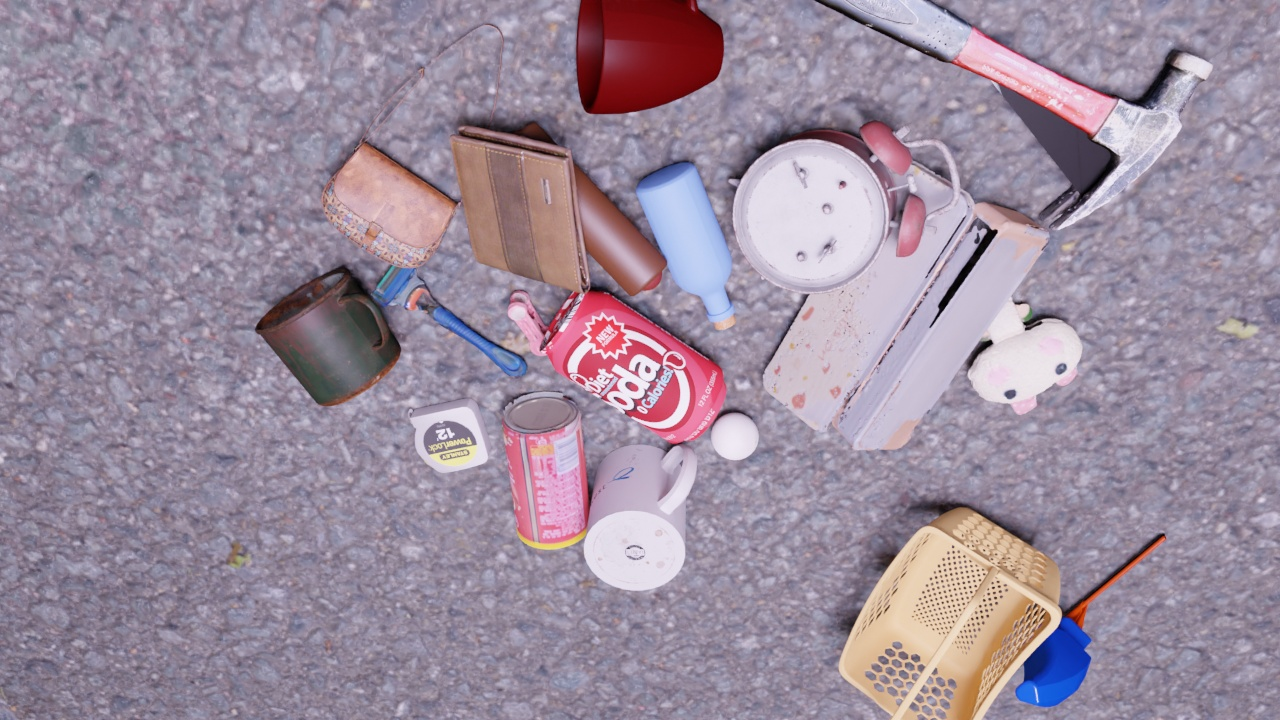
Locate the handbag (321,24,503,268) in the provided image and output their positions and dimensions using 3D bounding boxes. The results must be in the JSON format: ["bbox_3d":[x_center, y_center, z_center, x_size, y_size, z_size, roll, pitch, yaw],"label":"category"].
[{"bbox_3d":[-0.157,-0.159,0.680,0.093,0.043,0.196,33,112,-16],"label":"handbag"}]

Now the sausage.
[{"bbox_3d":[-0.042,-0.111,0.685,0.040,0.040,0.155,-41,97,22],"label":"sausage"}]

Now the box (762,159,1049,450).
[{"bbox_3d":[0.200,-0.039,0.720,0.114,0.095,0.218,7,123,-35],"label":"box"}]

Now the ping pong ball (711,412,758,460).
[{"bbox_3d":[0.080,0.064,0.780,0.040,0.040,0.040,2,118,3],"label":"ping pong ball"}]

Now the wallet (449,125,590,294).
[{"bbox_3d":[-0.087,-0.109,0.673,0.099,0.026,0.121,19,137,23],"label":"wallet"}]

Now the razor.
[{"bbox_3d":[-0.153,-0.028,0.758,0.141,0.018,0.043,38,78,-17],"label":"razor"}]

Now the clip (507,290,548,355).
[{"bbox_3d":[-0.091,-0.033,0.754,0.023,0.044,0.060,-21,143,18],"label":"clip"}]

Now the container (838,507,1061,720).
[{"bbox_3d":[0.253,0.233,0.775,0.129,0.166,0.184,33,121,23],"label":"container"}]

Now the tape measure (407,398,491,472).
[{"bbox_3d":[-0.168,0.067,0.811,0.064,0.016,0.065,-12,117,10],"label":"tape measure"}]

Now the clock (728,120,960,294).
[{"bbox_3d":[0.141,-0.109,0.647,0.157,0.061,0.110,-14,105,27],"label":"clock"}]

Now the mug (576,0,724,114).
[{"bbox_3d":[0.011,-0.219,0.609,0.088,0.087,0.114,-2,138,-15],"label":"mug"}]

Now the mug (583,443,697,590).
[{"bbox_3d":[0.008,0.121,0.783,0.083,0.096,0.120,34,115,-14],"label":"mug"}]

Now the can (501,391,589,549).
[{"bbox_3d":[-0.080,0.097,0.793,0.067,0.066,0.124,-1,118,4],"label":"can"}]

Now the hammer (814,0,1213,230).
[{"bbox_3d":[0.215,-0.208,0.630,0.326,0.036,0.141,23,115,-8],"label":"hammer"}]

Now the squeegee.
[{"bbox_3d":[0.360,0.261,0.799,0.055,0.184,0.250,48,118,24],"label":"squeegee"}]

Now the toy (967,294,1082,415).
[{"bbox_3d":[0.304,-0.002,0.729,0.087,0.050,0.112,-29,117,17],"label":"toy"}]

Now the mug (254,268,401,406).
[{"bbox_3d":[-0.235,-0.019,0.725,0.111,0.084,0.081,-11,121,36],"label":"mug"}]

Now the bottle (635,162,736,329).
[{"bbox_3d":[0.043,-0.082,0.700,0.048,0.048,0.131,-19,115,13],"label":"bottle"}]

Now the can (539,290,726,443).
[{"bbox_3d":[-0.004,0.004,0.734,0.142,0.074,0.075,33,115,-13],"label":"can"}]
